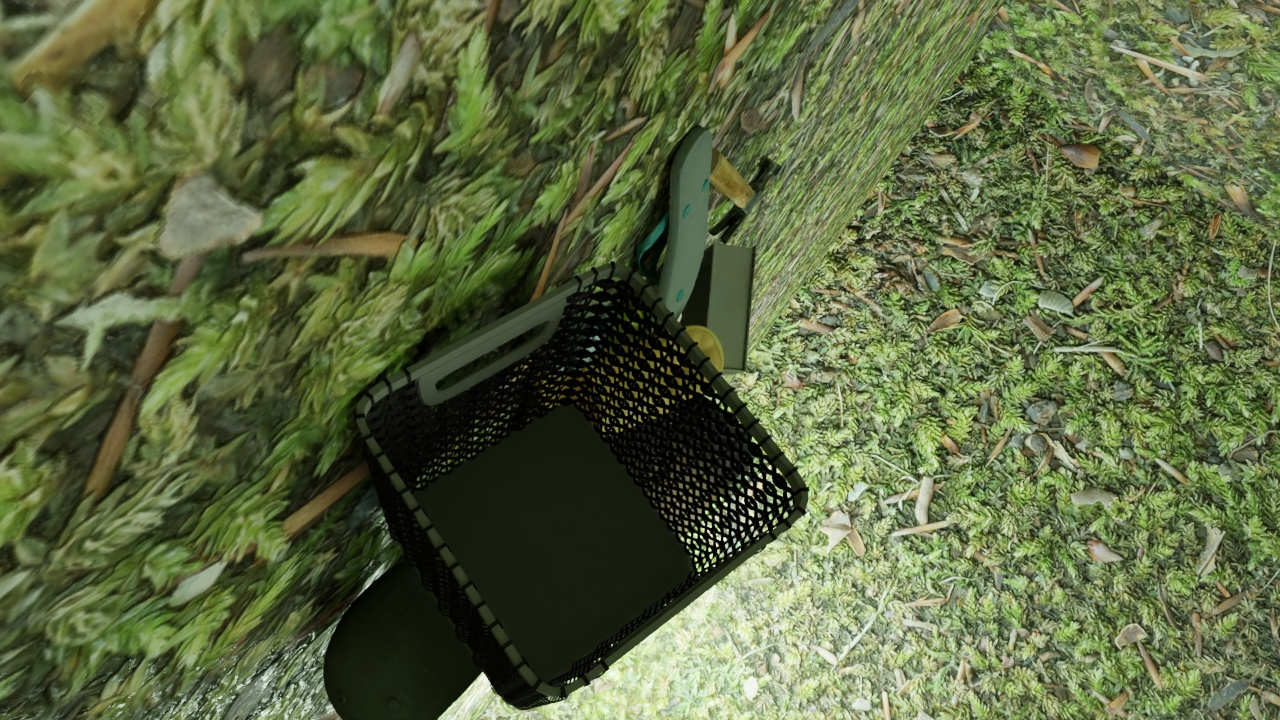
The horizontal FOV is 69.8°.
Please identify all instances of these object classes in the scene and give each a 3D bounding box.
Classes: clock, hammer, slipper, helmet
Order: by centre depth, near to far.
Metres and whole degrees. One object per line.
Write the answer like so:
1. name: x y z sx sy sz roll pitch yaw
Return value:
1. clock: -0.069 -0.023 0.879 0.117 0.057 0.083 -53 171 -7
2. helmet: -0.219 0.282 0.905 0.269 0.154 0.226 -41 -173 43
3. slipper: 0.037 -0.147 1.012 0.098 0.055 0.269 -50 159 -35
4. slipper: 0.005 0.020 1.020 0.262 0.099 0.079 -19 -174 -38
5. hammer: 0.113 -0.218 1.149 0.132 0.033 0.330 -55 170 10

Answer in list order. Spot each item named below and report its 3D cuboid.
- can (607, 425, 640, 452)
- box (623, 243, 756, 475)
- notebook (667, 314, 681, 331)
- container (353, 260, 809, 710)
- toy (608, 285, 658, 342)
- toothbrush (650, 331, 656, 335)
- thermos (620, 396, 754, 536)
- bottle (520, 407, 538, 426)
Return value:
1. can: -0.057 0.133 1.424 0.127 0.073 0.128 -52 170 -13
2. box: 0.053 0.053 1.200 0.166 0.108 0.418 157 -48 -80
3. notebook: 0.043 -0.032 1.509 0.209 0.012 0.153 -56 170 12
4. container: -0.062 0.119 0.746 0.246 0.245 0.244 -31 165 -26
5. toy: -0.014 -0.047 1.102 0.117 0.043 0.092 -51 173 -28
6. toothbrush: 0.005 -0.006 1.406 0.190 0.016 0.016 -59 170 27
7. thermos: 0.032 0.173 1.320 0.225 0.173 0.173 -46 168 -21
8. bottle: -0.106 0.078 1.035 0.063 0.063 0.109 -50 167 -24
